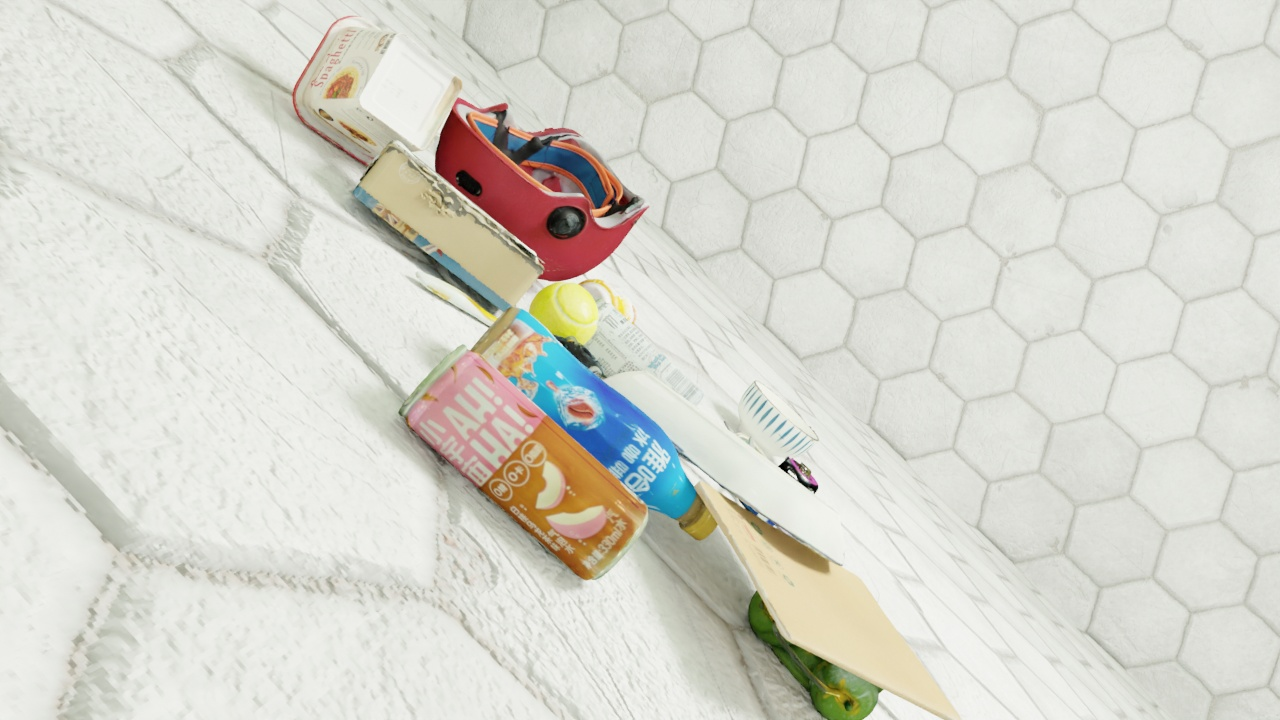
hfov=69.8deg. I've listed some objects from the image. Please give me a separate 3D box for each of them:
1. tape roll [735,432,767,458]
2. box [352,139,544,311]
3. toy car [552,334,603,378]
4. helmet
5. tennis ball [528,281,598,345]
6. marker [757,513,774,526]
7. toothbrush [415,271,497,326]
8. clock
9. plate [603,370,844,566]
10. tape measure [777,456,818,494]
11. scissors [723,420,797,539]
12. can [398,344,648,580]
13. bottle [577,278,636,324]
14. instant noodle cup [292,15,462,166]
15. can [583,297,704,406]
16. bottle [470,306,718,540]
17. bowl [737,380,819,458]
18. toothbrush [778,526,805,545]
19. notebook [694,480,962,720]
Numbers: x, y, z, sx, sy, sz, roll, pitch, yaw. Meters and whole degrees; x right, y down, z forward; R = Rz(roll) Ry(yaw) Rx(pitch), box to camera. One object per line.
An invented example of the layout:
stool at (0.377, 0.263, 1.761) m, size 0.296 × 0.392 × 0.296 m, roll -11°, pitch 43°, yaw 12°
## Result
tape roll at (0.127, 0.121, 1.032) m, size 0.086 × 0.014 × 0.085 m, roll 43°, pitch 23°, yaw -24°
box at (-0.160, -0.112, 0.802) m, size 0.184 × 0.061 × 0.090 m, roll 41°, pitch 2°, yaw -18°
toy car at (-0.074, -0.001, 0.782) m, size 0.105 × 0.031 × 0.049 m, roll 14°, pitch 33°, yaw -52°
helmet at (-0.123, -0.167, 0.965) m, size 0.239 × 0.144 × 0.207 m, roll 9°, pitch 33°, yaw -46°
tennis ball at (-0.072, -0.041, 0.856) m, size 0.065 × 0.065 × 0.065 m, roll 41°, pitch 12°, yaw -10°
marker at (0.088, 0.117, 0.954) m, size 0.146 × 0.017 × 0.017 m, roll 45°, pitch 11°, yaw 8°
toothbrush at (-0.116, -0.032, 0.787) m, size 0.191 × 0.018 × 0.016 m, roll 34°, pitch 13°, yaw -42°
clock at (0.139, 0.209, 0.686) m, size 0.116 × 0.056 × 0.161 m, roll 47°, pitch 12°, yaw 24°
plate at (0.069, 0.077, 0.763) m, size 0.162 × 0.034 × 0.266 m, roll 36°, pitch 1°, yaw -41°
tape measure at (0.194, 0.149, 1.142) m, size 0.057 × 0.039 × 0.057 m, roll 42°, pitch 11°, yaw -3°
scissors at (0.120, 0.122, 0.959) m, size 0.163 × 0.012 × 0.160 m, roll 49°, pitch 20°, yaw 23°
can at (-0.065, 0.059, 0.526) m, size 0.147 × 0.058 × 0.058 m, roll 43°, pitch 11°, yaw -4°
bottle at (-0.038, -0.055, 1.029) m, size 0.063 × 0.063 × 0.108 m, roll 47°, pitch 12°, yaw 16°
instant noodle cup at (-0.236, -0.246, 0.842) m, size 0.116 × 0.116 × 0.124 m, roll 33°, pitch -10°, yaw -40°
can at (-0.006, 0.005, 0.932) m, size 0.146 × 0.058 × 0.058 m, roll 44°, pitch 11°, yaw 3°
bottle at (-0.029, 0.053, 0.662) m, size 0.218 × 0.065 × 0.065 m, roll 42°, pitch 11°, yaw -12°
bowl at (0.174, 0.089, 1.227) m, size 0.116 × 0.066 × 0.116 m, roll 41°, pitch 11°, yaw -10°
toothbrush at (0.118, 0.136, 0.979) m, size 0.189 × 0.021 × 0.029 m, roll 46°, pitch -8°, yaw 4°
notebook at (0.131, 0.170, 0.639) m, size 0.207 × 0.008 × 0.147 m, roll 35°, pitch 14°, yaw -35°
